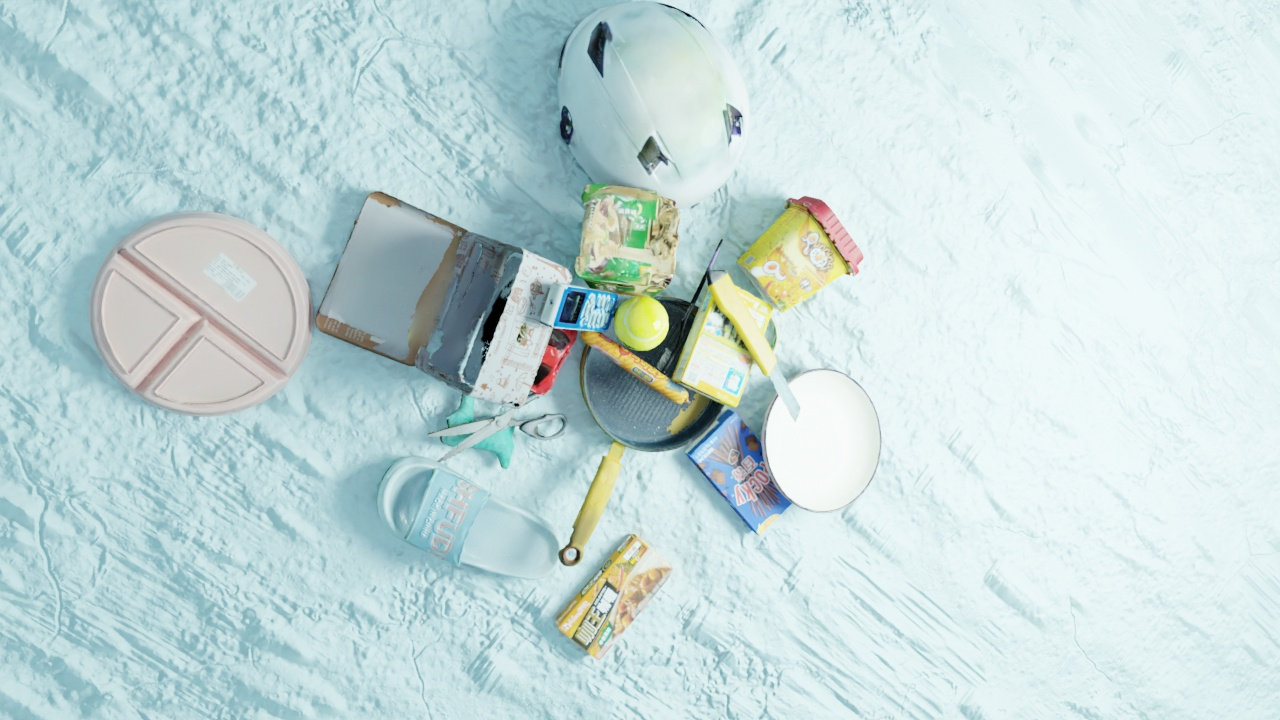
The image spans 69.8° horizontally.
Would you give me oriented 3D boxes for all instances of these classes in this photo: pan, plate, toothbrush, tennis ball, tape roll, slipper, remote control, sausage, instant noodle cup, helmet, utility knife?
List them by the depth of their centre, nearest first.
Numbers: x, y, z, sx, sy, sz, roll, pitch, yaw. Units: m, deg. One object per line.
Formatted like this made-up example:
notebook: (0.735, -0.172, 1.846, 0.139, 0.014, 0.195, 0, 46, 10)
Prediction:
plate: (-0.483, -0.049, 1.013, 0.229, 0.028, 0.229, -2, 96, -16)
remote control: (-0.068, -0.060, 1.039, 0.024, 0.124, 0.049, 22, 99, 26)
helmet: (0.024, -0.304, 1.074, 0.228, 0.146, 0.259, -25, 102, -13)
tennis ball: (0.001, -0.044, 1.092, 0.065, 0.065, 0.065, -2, 97, -17)
slipper: (-0.202, 0.202, 1.104, 0.245, 0.074, 0.104, 27, 89, -19)
sausage: (-0.007, 0.006, 1.111, 0.165, 0.021, 0.021, 34, 86, -11)
utility knife: (0.141, -0.019, 1.136, 0.033, 0.015, 0.223, -36, 102, -20)
toothbrush: (0.062, -0.069, 1.140, 0.017, 0.014, 0.189, 25, 82, -7)
pan: (-0.015, 0.088, 1.144, 0.197, 0.078, 0.357, 30, 87, -17)
instant noodle cup: (0.199, -0.132, 1.172, 0.124, 0.116, 0.116, -39, 106, 2)
tape roll: (0.143, -0.032, 1.211, 0.085, 0.014, 0.086, -2, 97, -17)
plate: (0.237, 0.107, 1.229, 0.192, 0.039, 0.192, 2, 87, -26)

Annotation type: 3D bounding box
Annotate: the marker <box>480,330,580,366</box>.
marker: (-0.128, -0.018, 1.130, 0.145, 0.017, 0.017, -26, 103, -12)

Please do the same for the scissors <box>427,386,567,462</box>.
scissors: (-0.164, 0.077, 1.105, 0.164, 0.014, 0.163, 32, 68, -22)

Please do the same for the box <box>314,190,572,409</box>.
box: (-0.222, -0.068, 1.057, 0.269, 0.136, 0.179, 22, 90, 12)

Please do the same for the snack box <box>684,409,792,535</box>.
snack box: (0.139, 0.150, 1.225, 0.084, 0.026, 0.157, -43, 106, -9)

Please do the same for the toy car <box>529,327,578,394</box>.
toy car: (-0.112, -0.011, 1.110, 0.049, 0.031, 0.106, 29, 86, -20)

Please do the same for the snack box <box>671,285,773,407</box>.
snack box: (0.104, -0.022, 1.147, 0.087, 0.034, 0.140, 25, 83, -23)

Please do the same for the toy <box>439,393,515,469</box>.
toy: (-0.196, 0.082, 1.114, 0.091, 0.030, 0.096, 6, 92, -21)

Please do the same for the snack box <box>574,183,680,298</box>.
snack box: (-0.018, -0.129, 1.089, 0.117, 0.106, 0.118, 7, 75, -3)

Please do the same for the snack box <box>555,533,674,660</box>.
snack box: (-0.033, 0.306, 1.192, 0.075, 0.026, 0.153, 43, 83, -16)
